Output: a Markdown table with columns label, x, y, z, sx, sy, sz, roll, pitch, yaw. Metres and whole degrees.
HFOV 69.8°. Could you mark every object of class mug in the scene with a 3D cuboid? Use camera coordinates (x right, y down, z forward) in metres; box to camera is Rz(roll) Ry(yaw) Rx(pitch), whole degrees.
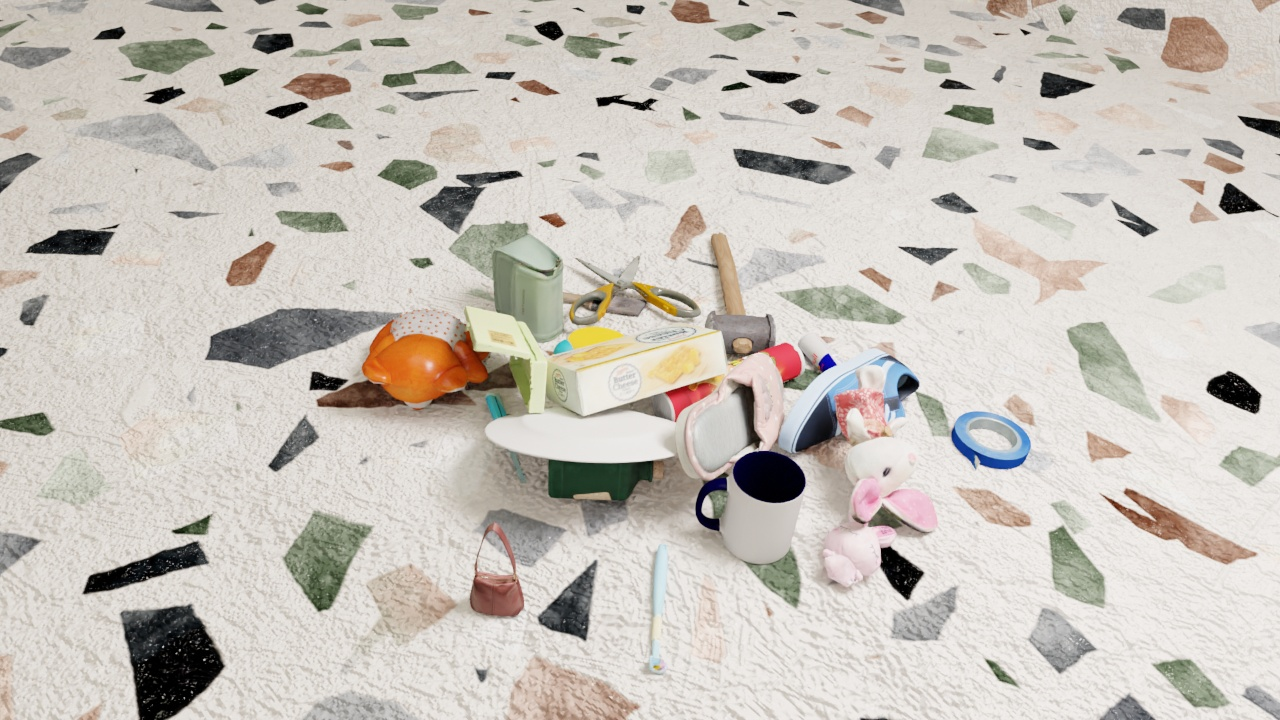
| label | x | y | z | sx | sy | sz | roll | pitch | yaw |
| --- | --- | --- | --- | --- | --- | --- | --- | --- | --- |
| mug | 0.116 | 0.158 | 0.996 | 0.112 | 0.097 | 0.078 | 4 | 38 | -2 |

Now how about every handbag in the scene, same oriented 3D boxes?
| label | x | y | z | sx | sy | sz | roll | pitch | yaw |
| --- | --- | --- | --- | --- | --- | --- | --- | --- | --- |
| handbag | -0.141 | 0.202 | 0.894 | 0.055 | 0.120 | 0.029 | 6 | 38 | 1 |
| handbag | -0.153 | -0.100 | 1.273 | 0.106 | 0.122 | 0.067 | 34 | 47 | 31 |

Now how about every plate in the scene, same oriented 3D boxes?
| label | x | y | z | sx | sy | sz | roll | pitch | yaw |
| --- | --- | --- | --- | --- | --- | --- | --- | --- | --- |
| plate | -0.056 | 0.077 | 1.053 | 0.242 | 0.016 | 0.242 | 3 | 9 | -1 |

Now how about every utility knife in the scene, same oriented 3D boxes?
| label | x | y | z | sx | sy | sz | roll | pitch | yaw |
| --- | --- | --- | --- | --- | --- | --- | --- | --- | --- |
| utility knife | -0.161 | 0.094 | 1.116 | 0.022 | 0.015 | 0.161 | 12 | 32 | -35 |

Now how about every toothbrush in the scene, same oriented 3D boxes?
| label | x | y | z | sx | sy | sz | roll | pitch | yaw |
| --- | --- | --- | --- | --- | --- | --- | --- | --- | --- |
| toothbrush | 0.020 | 0.248 | 0.938 | 0.022 | 0.016 | 0.154 | 31 | 34 | -20 |

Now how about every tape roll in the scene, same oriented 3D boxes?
| label | x | y | z | sx | sy | sz | roll | pitch | yaw |
| --- | --- | --- | --- | --- | --- | --- | --- | --- | --- |
| tape roll | 0.447 | 0.101 | 1.170 | 0.093 | 0.016 | 0.091 | -5 | 39 | -13 |

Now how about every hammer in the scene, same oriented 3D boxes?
| label | x | y | z | sx | sy | sz | roll | pitch | yaw |
| --- | --- | --- | --- | --- | --- | --- | --- | --- | --- |
| hammer | 0.136 | -0.110 | 1.384 | 0.098 | 0.052 | 0.327 | 3 | 35 | -3 |

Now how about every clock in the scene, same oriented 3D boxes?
| label | x | y | z | sx | sy | sz | roll | pitch | yaw |
| --- | --- | --- | --- | --- | --- | --- | --- | --- | --- |
| clock | -0.062 | -0.008 | 1.234 | 0.099 | 0.044 | 0.129 | 17 | 33 | 14 |

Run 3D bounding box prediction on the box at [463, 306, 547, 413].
| label | x | y | z | sx | sy | sz | roll | pitch | yaw |
| --- | --- | --- | --- | --- | --- | --- | --- | --- | --- |
| box | -0.158 | -0.015 | 1.129 | 0.066 | 0.127 | 0.188 | -41 | 21 | 0 |

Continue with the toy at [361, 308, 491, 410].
| label | x | y | z | sx | sy | sz | roll | pitch | yaw |
| --- | --- | --- | --- | --- | --- | --- | --- | --- | --- |
| toy | -0.275 | 0.002 | 1.168 | 0.164 | 0.093 | 0.172 | 5 | 26 | -4 |

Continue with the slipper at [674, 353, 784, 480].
| label | x | y | z | sx | sy | sz | roll | pitch | yaw |
| --- | --- | --- | --- | --- | --- | --- | --- | --- | --- |
| slipper | 0.122 | 0.063 | 1.074 | 0.055 | 0.114 | 0.273 | -11 | 11 | 32 |

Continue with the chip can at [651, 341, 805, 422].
| label | x | y | z | sx | sy | sz | roll | pitch | yaw |
| --- | --- | --- | --- | --- | --- | --- | --- | --- | --- |
| chip can | 0.116 | 0.029 | 1.196 | 0.214 | 0.052 | 0.052 | -19 | 44 | -27 |

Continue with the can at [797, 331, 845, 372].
| label | x | y | z | sx | sy | sz | roll | pitch | yaw |
| --- | --- | --- | --- | --- | --- | --- | --- | --- | --- |
| can | 0.256 | -0.002 | 1.266 | 0.032 | 0.032 | 0.095 | -14 | 42 | -22 |

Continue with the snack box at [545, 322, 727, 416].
| label | x | y | z | sx | sy | sz | roll | pitch | yaw |
| --- | --- | --- | --- | --- | --- | --- | --- | --- | --- |
| snack box | -0.007 | 0.007 | 1.137 | 0.207 | 0.057 | 0.104 | -16 | 16 | -26 |

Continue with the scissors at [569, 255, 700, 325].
| label | x | y | z | sx | sy | sz | roll | pitch | yaw |
| --- | --- | --- | --- | --- | --- | --- | --- | --- | --- |
| scissors | -0.026 | -0.099 | 1.350 | 0.225 | 0.016 | 0.229 | 28 | 41 | 25 |

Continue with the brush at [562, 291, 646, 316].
| label | x | y | z | sx | sy | sz | roll | pitch | yaw |
| --- | --- | --- | --- | --- | --- | --- | --- | --- | --- |
| brush | -0.067 | -0.088 | 1.355 | 0.151 | 0.012 | 0.038 | 9 | 37 | 3 |

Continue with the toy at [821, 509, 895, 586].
| label | x | y | z | sx | sy | sz | roll | pitch | yaw |
| --- | --- | --- | --- | --- | --- | --- | --- | --- | --- |
| toy | 0.238 | 0.198 | 1.002 | 0.063 | 0.047 | 0.109 | 34 | 40 | 16 |

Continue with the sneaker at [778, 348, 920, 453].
| label | x | y | z | sx | sy | sz | roll | pitch | yaw |
| --- | --- | --- | --- | --- | --- | --- | --- | --- | --- |
| sneaker | 0.275 | 0.059 | 1.154 | 0.098 | 0.084 | 0.240 | 33 | 43 | 31 |

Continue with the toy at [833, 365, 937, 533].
| label | x | y | z | sx | sy | sz | roll | pitch | yaw |
| --- | --- | --- | --- | --- | --- | --- | --- | --- | --- |
| toy | 0.272 | 0.102 | 1.051 | 0.159 | 0.084 | 0.194 | 19 | 55 | -36 |

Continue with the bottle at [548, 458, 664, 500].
| label | x | y | z | sx | sy | sz | roll | pitch | yaw |
| --- | --- | --- | --- | --- | --- | --- | --- | --- | --- |
| bottle | -0.039 | 0.123 | 1.052 | 0.131 | 0.061 | 0.061 | 3 | 36 | -3 |
